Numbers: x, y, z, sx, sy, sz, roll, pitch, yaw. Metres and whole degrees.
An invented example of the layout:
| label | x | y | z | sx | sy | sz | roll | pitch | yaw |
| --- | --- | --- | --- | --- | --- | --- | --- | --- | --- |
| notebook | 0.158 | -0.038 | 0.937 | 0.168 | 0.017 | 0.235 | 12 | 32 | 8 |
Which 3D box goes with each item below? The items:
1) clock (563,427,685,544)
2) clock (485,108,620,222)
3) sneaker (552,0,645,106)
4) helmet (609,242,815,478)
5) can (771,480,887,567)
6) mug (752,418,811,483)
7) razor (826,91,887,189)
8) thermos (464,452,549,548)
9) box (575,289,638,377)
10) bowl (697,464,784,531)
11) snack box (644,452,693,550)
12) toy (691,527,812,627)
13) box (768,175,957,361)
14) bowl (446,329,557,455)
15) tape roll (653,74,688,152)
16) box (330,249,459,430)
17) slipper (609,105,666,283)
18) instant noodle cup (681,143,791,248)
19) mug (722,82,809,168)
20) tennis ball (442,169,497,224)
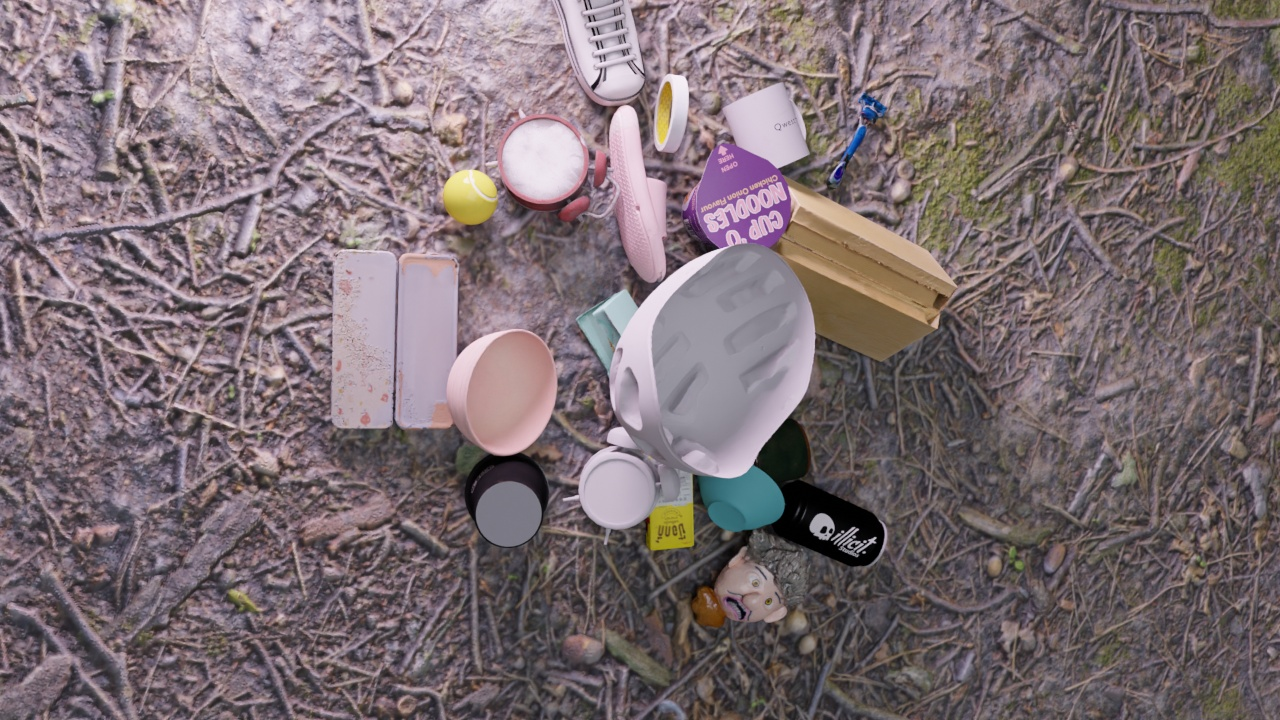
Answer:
| label | x | y | z | sx | sy | sz | roll | pitch | yaw |
| --- | --- | --- | --- | --- | --- | --- | --- | --- | --- |
| clock | -0.013 | 0.149 | 1.168 | 0.159 | 0.061 | 0.120 | -44 | 87 | 2 |
| clock | -0.101 | -0.230 | 1.127 | 0.157 | 0.062 | 0.110 | 31 | 86 | -1 |
| sneaker | -0.051 | -0.437 | 1.111 | 0.091 | 0.097 | 0.245 | -18 | 98 | -13 |
| helmet | 0.088 | -0.007 | 1.072 | 0.282 | 0.184 | 0.224 | -51 | 123 | -8 |
| can | 0.255 | 0.223 | 1.245 | 0.146 | 0.080 | 0.080 | 25 | 87 | -17 |
| mug | 0.173 | 0.133 | 1.225 | 0.081 | 0.085 | 0.111 | -10 | 129 | -16 |
| razor | 0.292 | -0.296 | 1.253 | 0.044 | 0.018 | 0.141 | 28 | 86 | -15 |
| thermos | -0.154 | 0.164 | 1.068 | 0.106 | 0.219 | 0.106 | 0 | 88 | -9 |
| box | -0.010 | 0.008 | 1.191 | 0.189 | 0.080 | 0.077 | 57 | 39 | -12 |
| bowl | 0.120 | 0.186 | 1.185 | 0.121 | 0.121 | 0.046 | 48 | 47 | -13 |
| snack box | 0.037 | 0.174 | 1.214 | 0.061 | 0.026 | 0.149 | -2 | 94 | -14 |
| toy | 0.148 | 0.303 | 1.231 | 0.176 | 0.076 | 0.133 | -31 | 101 | -3 |
| box | 0.271 | -0.116 | 1.205 | 0.248 | 0.142 | 0.184 | 23 | 95 | -15 |
| bowl | -0.178 | 0.034 | 1.109 | 0.152 | 0.076 | 0.153 | -14 | 108 | -49 |
| tape roll | 0.037 | -0.308 | 1.145 | 0.019 | 0.094 | 0.094 | 3 | 93 | -15 |
| box | -0.297 | -0.023 | 1.109 | 0.150 | 0.043 | 0.216 | 2 | 94 | -10 |
| slipper | 0.001 | -0.206 | 1.140 | 0.055 | 0.107 | 0.221 | -11 | 91 | -15 |
| instant noodle cup | 0.106 | -0.198 | 1.156 | 0.121 | 0.122 | 0.137 | -26 | 100 | -12 |
| mug | 0.174 | -0.303 | 1.196 | 0.119 | 0.083 | 0.096 | -31 | 102 | -40 |
| tennis ball | -0.204 | -0.196 | 1.104 | 0.065 | 0.065 | 0.065 | -1 | 94 | -15 |
